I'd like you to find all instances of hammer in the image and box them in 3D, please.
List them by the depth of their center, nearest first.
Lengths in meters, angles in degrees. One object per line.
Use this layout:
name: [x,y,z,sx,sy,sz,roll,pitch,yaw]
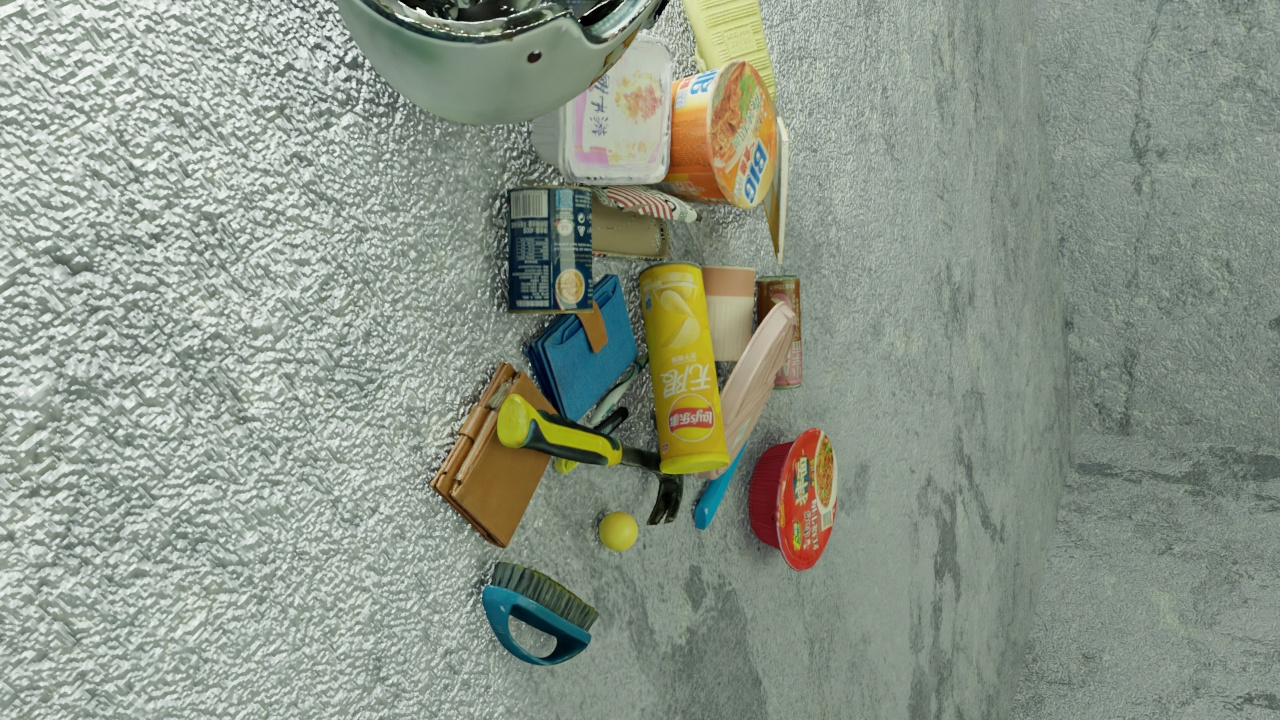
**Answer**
hammer: [-0.033,0.087,0.874,0.323,0.032,0.126,25,57,-61]

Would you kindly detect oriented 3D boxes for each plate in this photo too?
plate: [0.126,0.040,1.064,0.229,0.028,0.230,-57,165,-24]

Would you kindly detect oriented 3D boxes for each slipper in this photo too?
slipper: [0.090,-0.358,1.038,0.091,0.082,0.190,-21,96,-27]

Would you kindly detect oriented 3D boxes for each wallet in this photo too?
wallet: [-0.120,0.082,0.802,0.108,0.031,0.131,57,48,-44]
wallet: [-0.051,-0.011,0.891,0.132,0.040,0.106,-48,134,-42]

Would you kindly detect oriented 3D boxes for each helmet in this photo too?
helmet: [-0.102,-0.272,0.673,0.273,0.230,0.157,-59,179,-38]

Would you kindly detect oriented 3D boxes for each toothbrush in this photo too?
toothbrush: [-0.006,0.006,0.976,0.191,0.016,0.018,-51,121,-41]

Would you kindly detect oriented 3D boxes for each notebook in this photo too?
notebook: [0.160,-0.221,1.092,0.205,0.010,0.146,-86,175,-60]

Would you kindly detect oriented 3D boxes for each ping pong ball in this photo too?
ping pong ball: [-0.023,0.175,0.941,0.040,0.040,0.040,-6,97,-55]

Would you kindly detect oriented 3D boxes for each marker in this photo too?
marker: [-0.045,0.078,0.924,0.123,0.015,0.018,-39,126,-49]

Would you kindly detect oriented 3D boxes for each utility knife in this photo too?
utility knife: [0.104,0.140,1.143,0.159,0.018,0.034,-57,147,-38]

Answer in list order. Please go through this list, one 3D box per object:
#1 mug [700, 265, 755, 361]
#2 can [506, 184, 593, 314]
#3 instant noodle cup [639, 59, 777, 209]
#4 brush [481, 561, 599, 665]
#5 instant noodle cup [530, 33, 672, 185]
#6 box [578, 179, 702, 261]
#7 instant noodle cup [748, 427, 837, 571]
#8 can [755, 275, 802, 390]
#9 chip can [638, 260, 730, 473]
mug: [0.089,-0.055,1.064,0.114,0.082,0.106,-36,128,-84]
can: [-0.079,-0.097,0.808,0.075,0.075,0.111,-7,98,-55]
instant noodle cup: [0.063,-0.233,0.972,0.151,0.112,0.151,-6,97,-55]
brush: [-0.093,0.236,0.830,0.144,0.055,0.073,47,55,-47]
instant noodle cup: [-0.038,-0.233,0.849,0.173,0.060,0.138,-16,112,-54]
box: [-0.013,-0.135,0.921,0.162,0.076,0.088,-7,126,-53]
instant noodle cup: [0.204,0.185,1.250,0.193,0.066,0.194,-5,96,-54]
can: [0.183,-0.037,1.208,0.057,0.058,0.147,-14,103,-54]
chip can: [0.044,0.007,0.949,0.072,0.072,0.213,16,63,-55]
